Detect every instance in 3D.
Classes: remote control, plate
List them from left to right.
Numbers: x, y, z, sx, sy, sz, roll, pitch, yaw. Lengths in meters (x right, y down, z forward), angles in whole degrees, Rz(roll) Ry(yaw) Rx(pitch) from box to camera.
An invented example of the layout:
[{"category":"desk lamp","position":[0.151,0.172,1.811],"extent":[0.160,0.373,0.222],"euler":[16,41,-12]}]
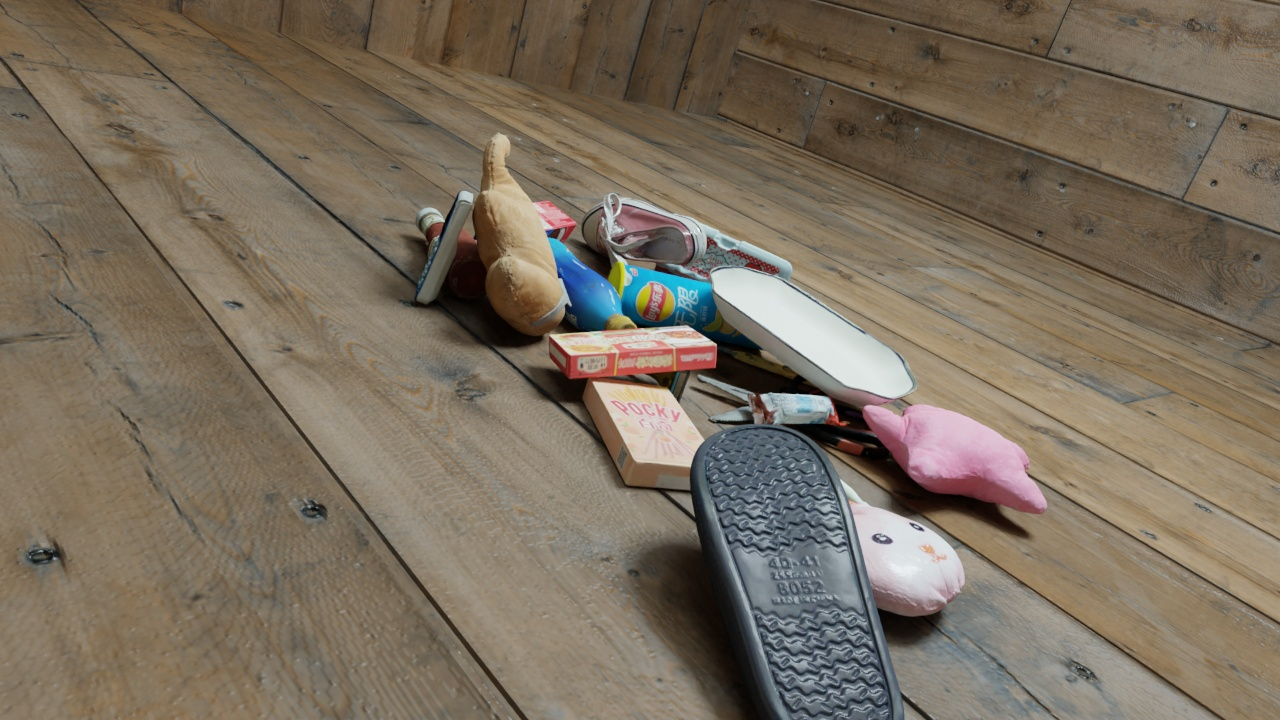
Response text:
[{"category":"remote control","position":[-0.209,-0.120,0.979],"extent":[0.024,0.125,0.049],"euler":[21,18,-18]},{"category":"plate","position":[0.186,-0.026,1.038],"extent":[0.266,0.034,0.161],"euler":[37,30,25]}]

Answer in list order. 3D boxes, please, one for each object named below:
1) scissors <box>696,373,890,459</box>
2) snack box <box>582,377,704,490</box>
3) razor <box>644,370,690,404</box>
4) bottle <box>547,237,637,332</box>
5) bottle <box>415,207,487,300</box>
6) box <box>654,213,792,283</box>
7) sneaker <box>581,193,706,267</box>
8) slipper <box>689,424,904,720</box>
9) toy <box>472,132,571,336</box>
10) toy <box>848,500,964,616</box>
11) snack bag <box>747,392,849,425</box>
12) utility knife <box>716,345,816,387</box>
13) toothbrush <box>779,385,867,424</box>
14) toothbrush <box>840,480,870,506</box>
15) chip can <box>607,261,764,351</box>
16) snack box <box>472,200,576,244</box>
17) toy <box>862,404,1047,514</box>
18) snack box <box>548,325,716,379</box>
[{"category":"scissors","position":[0.167,0.053,0.975],"extent":[0.224,0.015,0.189],"euler":[-15,44,-41]},{"category":"snack box","position":[0.007,0.064,0.826],"extent":[0.084,0.026,0.157],"euler":[8,23,-22]},{"category":"razor","position":[-0.006,0.006,0.957],"extent":[0.133,0.043,0.028],"euler":[24,12,35]},{"category":"bottle","position":[-0.071,-0.077,1.062],"extent":[0.065,0.065,0.218],"euler":[2,26,-34]},{"category":"bottle","position":[-0.229,-0.136,1.097],"extent":[0.059,0.060,0.206],"euler":[4,24,-31]},{"category":"box","position":[0.124,-0.135,1.312],"extent":[0.201,0.100,0.094],"euler":[26,23,19]},{"category":"sneaker","position":[-0.018,-0.174,1.280],"extent":[0.087,0.118,0.241],"euler":[-16,24,-38]},{"category":"slipper","position":[0.090,0.155,0.613],"extent":[0.110,0.083,0.267],"euler":[3,42,-13]},{"category":"toy","position":[-0.137,-0.133,0.993],"extent":[0.082,0.143,0.225],"euler":[-15,67,-2]},{"category":"toy","position":[0.175,0.146,0.722],"extent":[0.159,0.054,0.121],"euler":[25,20,40]},{"category":"snack bag","position":[0.161,0.050,0.936],"extent":[0.105,0.026,0.045],"euler":[3,46,-16]},{"category":"utility knife","position":[0.168,0.013,1.101],"extent":[0.179,0.019,0.031],"euler":[15,15,7]},{"category":"toothbrush","position":[0.246,0.062,1.032],"extent":[0.189,0.014,0.016],"euler":[19,27,2]},{"category":"toothbrush","position":[0.181,0.113,0.848],"extent":[0.189,0.029,0.020],"euler":[42,-10,49]},{"category":"chip can","position":[0.064,-0.066,1.127],"extent":[0.210,0.071,0.071],"euler":[11,22,-16]},{"category":"snack box","position":[-0.149,-0.169,1.200],"extent":[0.058,0.057,0.207],"euler":[39,17,4]},{"category":"toy","position":[0.320,0.091,0.934],"extent":[0.194,0.075,0.178],"euler":[15,22,-17]},{"category":"snack box","position":[-0.008,-0.009,0.906],"extent":[0.152,0.025,0.075],"euler":[-4,18,-19]}]
